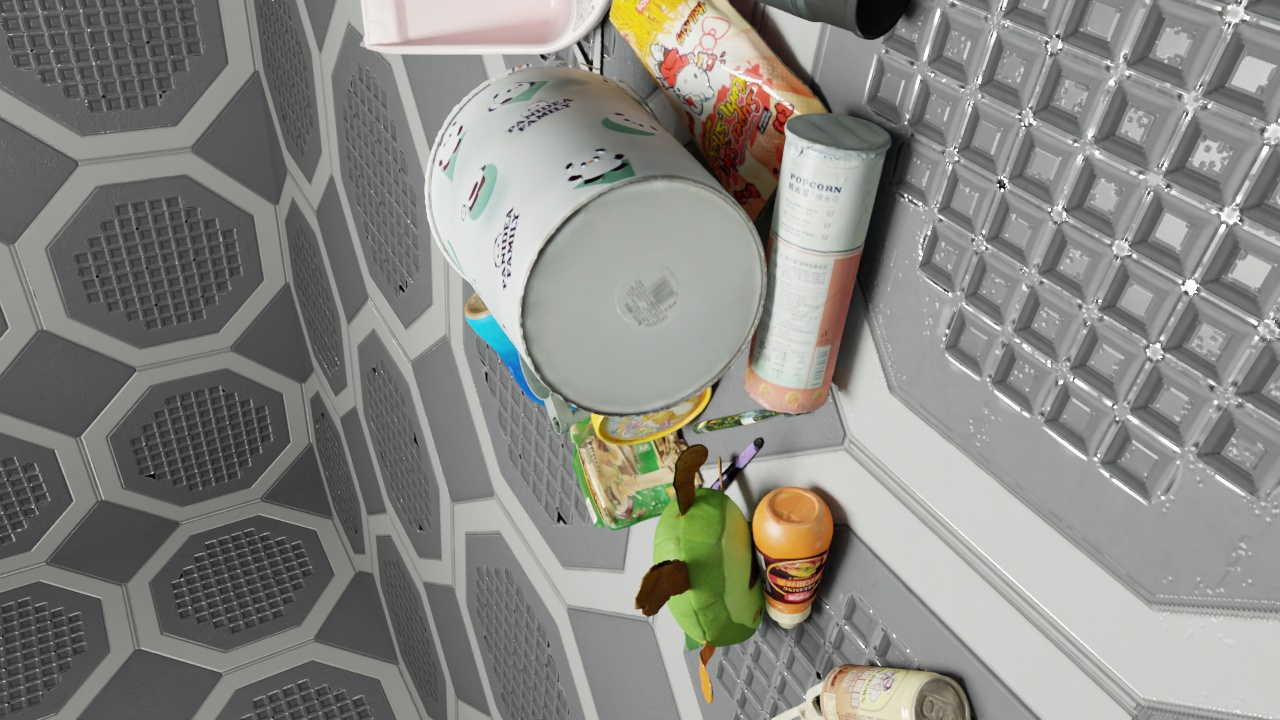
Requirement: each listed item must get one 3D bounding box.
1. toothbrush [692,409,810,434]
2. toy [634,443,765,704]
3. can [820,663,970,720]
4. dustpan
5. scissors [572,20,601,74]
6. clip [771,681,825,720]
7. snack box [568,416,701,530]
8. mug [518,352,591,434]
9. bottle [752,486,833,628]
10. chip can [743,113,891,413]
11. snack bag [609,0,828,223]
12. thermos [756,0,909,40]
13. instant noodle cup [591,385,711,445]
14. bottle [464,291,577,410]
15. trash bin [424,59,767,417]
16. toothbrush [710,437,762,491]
[{"bbox_3d":[0.095,0.054,0.839,0.186,0.017,0.012,-20,93,62],"label":"toothbrush"},{"bbox_3d":[0.062,0.186,0.820,0.247,0.090,0.226,61,-146,-54],"label":"toy"},{"bbox_3d":[0.197,0.272,0.722,0.116,0.058,0.058,-28,79,61],"label":"can"},{"bbox_3d":[-0.157,-0.403,0.871,0.138,0.273,0.223,-104,10,-61],"label":"dustpan"},{"bbox_3d":[-0.044,-0.265,0.934,0.162,0.012,0.176,54,145,35],"label":"scissors"},{"bbox_3d":[0.163,0.312,0.826,0.034,0.070,0.100,60,142,23],"label":"clip"},{"bbox_3d":[-0.017,0.123,0.977,0.118,0.117,0.106,69,156,16],"label":"snack box"},{"bbox_3d":[-0.066,0.010,1.016,0.084,0.103,0.124,-34,74,61],"label":"mug"},{"bbox_3d":[0.131,0.180,0.798,0.067,0.066,0.150,42,145,45],"label":"bottle"},{"bbox_3d":[0.123,-0.065,0.670,0.071,0.071,0.215,45,140,43],"label":"chip can"},{"bbox_3d":[0.059,-0.223,0.731,0.208,0.073,0.129,57,148,15],"label":"snack bag"},{"bbox_3d":[0.079,-0.295,0.624,0.242,0.068,0.090,37,99,34],"label":"thermos"},{"bbox_3d":[-0.005,0.005,0.901,0.119,0.118,0.114,114,140,-50],"label":"instant noodle cup"},{"bbox_3d":[-0.125,0.003,1.086,0.065,0.065,0.219,34,162,50],"label":"bottle"},{"bbox_3d":[-0.037,-0.095,0.727,0.251,0.229,0.230,-125,31,-55],"label":"trash bin"},{"bbox_3d":[0.081,0.122,0.910,0.014,0.016,0.190,52,143,16],"label":"toothbrush"}]
